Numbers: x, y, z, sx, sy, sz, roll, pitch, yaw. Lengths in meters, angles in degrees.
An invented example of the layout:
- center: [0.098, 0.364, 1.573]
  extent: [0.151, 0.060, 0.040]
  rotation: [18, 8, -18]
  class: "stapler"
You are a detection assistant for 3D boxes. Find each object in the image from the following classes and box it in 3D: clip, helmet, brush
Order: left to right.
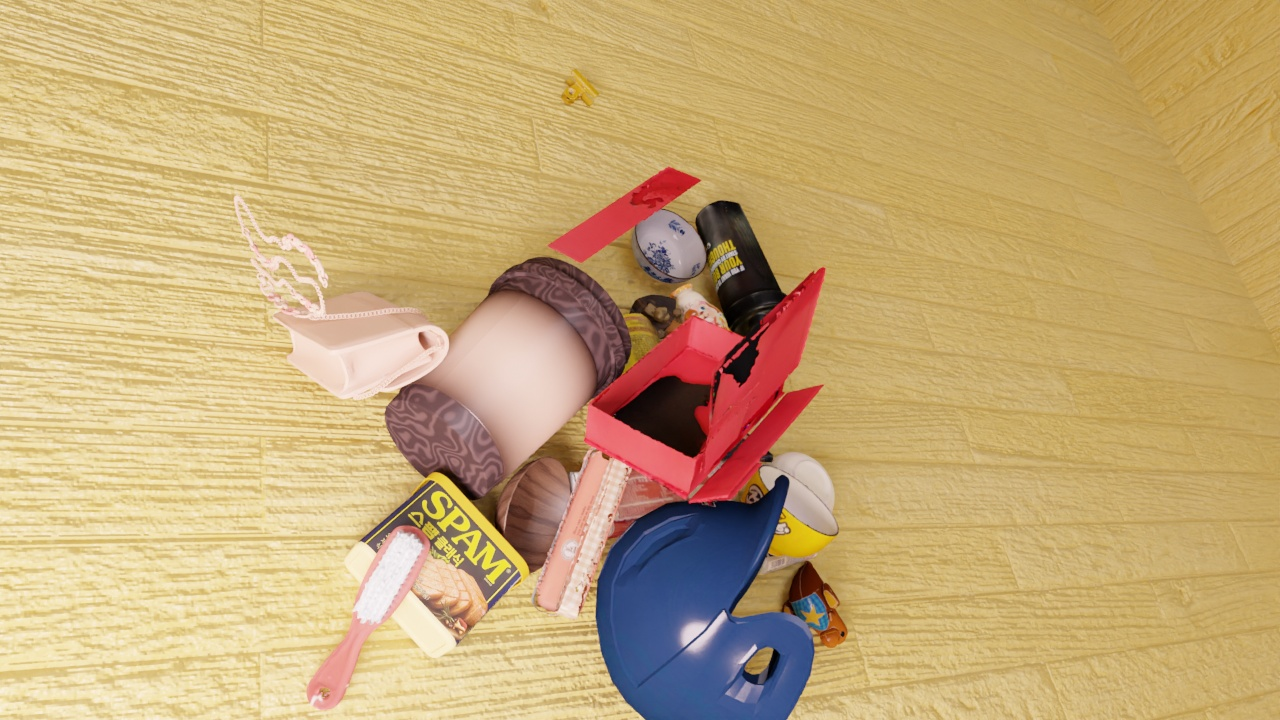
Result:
- center: [-0.234, 0.221, 0.781]
  extent: [0.041, 0.030, 0.172]
  rotation: [29, 84, -3]
  class: "brush"
- center: [-0.094, -0.389, 1.332]
  extent: [0.048, 0.045, 0.054]
  rotation: [-43, 93, 1]
  class: "clip"
- center: [0.073, 0.230, 0.908]
  extent: [0.223, 0.232, 0.272]
  rotation: [31, 80, 14]
  class: "helmet"

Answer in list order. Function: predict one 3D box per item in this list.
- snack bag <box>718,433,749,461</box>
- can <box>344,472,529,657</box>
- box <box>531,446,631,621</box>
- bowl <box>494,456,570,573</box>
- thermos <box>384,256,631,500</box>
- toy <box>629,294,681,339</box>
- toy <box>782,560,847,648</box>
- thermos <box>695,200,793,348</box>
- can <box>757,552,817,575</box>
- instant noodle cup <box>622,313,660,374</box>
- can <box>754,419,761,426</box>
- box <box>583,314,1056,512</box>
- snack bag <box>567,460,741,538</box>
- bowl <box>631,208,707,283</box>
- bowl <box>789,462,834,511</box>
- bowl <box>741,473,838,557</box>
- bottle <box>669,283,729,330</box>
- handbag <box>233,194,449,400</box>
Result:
- center: [0.084, 0.100, 1.120]
  extent: [0.155, 0.018, 0.074]
  rotation: [5, 21, -32]
  class: "snack bag"
- center: [-0.191, 0.192, 0.860]
  extent: [0.135, 0.075, 0.104]
  rotation: [47, 49, -1]
  class: "can"
- center: [-0.056, 0.170, 0.937]
  extent: [0.054, 0.079, 0.186]
  rotation: [45, 57, -45]
  class: "box"
- center: [-0.116, 0.155, 0.936]
  extent: [0.119, 0.032, 0.119]
  rotation: [-27, 121, -58]
  class: "bowl"
- center: [-0.138, 0.021, 0.949]
  extent: [0.172, 0.173, 0.225]
  rotation: [44, 53, -4]
  class: "thermos"
- center: [0.033, -0.043, 1.167]
  extent: [0.100, 0.063, 0.076]
  rotation: [33, 65, 10]
  class: "toy"
- center: [0.217, 0.293, 1.109]
  extent: [0.090, 0.071, 0.102]
  rotation: [53, 23, -12]
  class: "toy"
- center: [0.142, -0.118, 1.279]
  extent: [0.098, 0.098, 0.220]
  rotation: [3, 55, -34]
  class: "thermos"
- center: [0.173, 0.234, 1.114]
  extent: [0.095, 0.032, 0.032]
  rotation: [-7, 67, -37]
  class: "can"
- center: [-0.006, 0.006, 1.093]
  extent: [0.102, 0.102, 0.108]
  rotation: [6, 52, -32]
  class: "instant noodle cup"
- center: [0.112, 0.045, 1.176]
  extent: [0.096, 0.054, 0.053]
  rotation: [30, 49, -16]
  class: "can"
- center: [0.158, 0.051, 0.880]
  extent: [0.210, 0.411, 0.107]
  rotation: [-40, 124, -42]
  class: "box"
- center: [0.017, 0.158, 1.050]
  extent: [0.224, 0.041, 0.077]
  rotation: [-2, 63, -34]
  class: "snack bag"
- center: [0.031, -0.147, 1.245]
  extent: [0.114, 0.045, 0.114]
  rotation: [17, 54, -25]
  class: "bowl"
- center: [0.203, 0.164, 1.165]
  extent: [0.104, 0.054, 0.104]
  rotation: [18, 53, -25]
  class: "bowl"
- center: [0.165, 0.185, 1.072]
  extent: [0.117, 0.068, 0.117]
  rotation: [33, 19, -13]
  class: "bowl"
- center: [0.079, -0.047, 1.205]
  extent: [0.063, 0.063, 0.109]
  rotation: [-21, 75, -41]
  class: "bottle"
- center: [-0.267, -0.068, 0.853]
  extent: [0.116, 0.199, 0.187]
  rotation: [-26, 121, -32]
  class: "handbag"
